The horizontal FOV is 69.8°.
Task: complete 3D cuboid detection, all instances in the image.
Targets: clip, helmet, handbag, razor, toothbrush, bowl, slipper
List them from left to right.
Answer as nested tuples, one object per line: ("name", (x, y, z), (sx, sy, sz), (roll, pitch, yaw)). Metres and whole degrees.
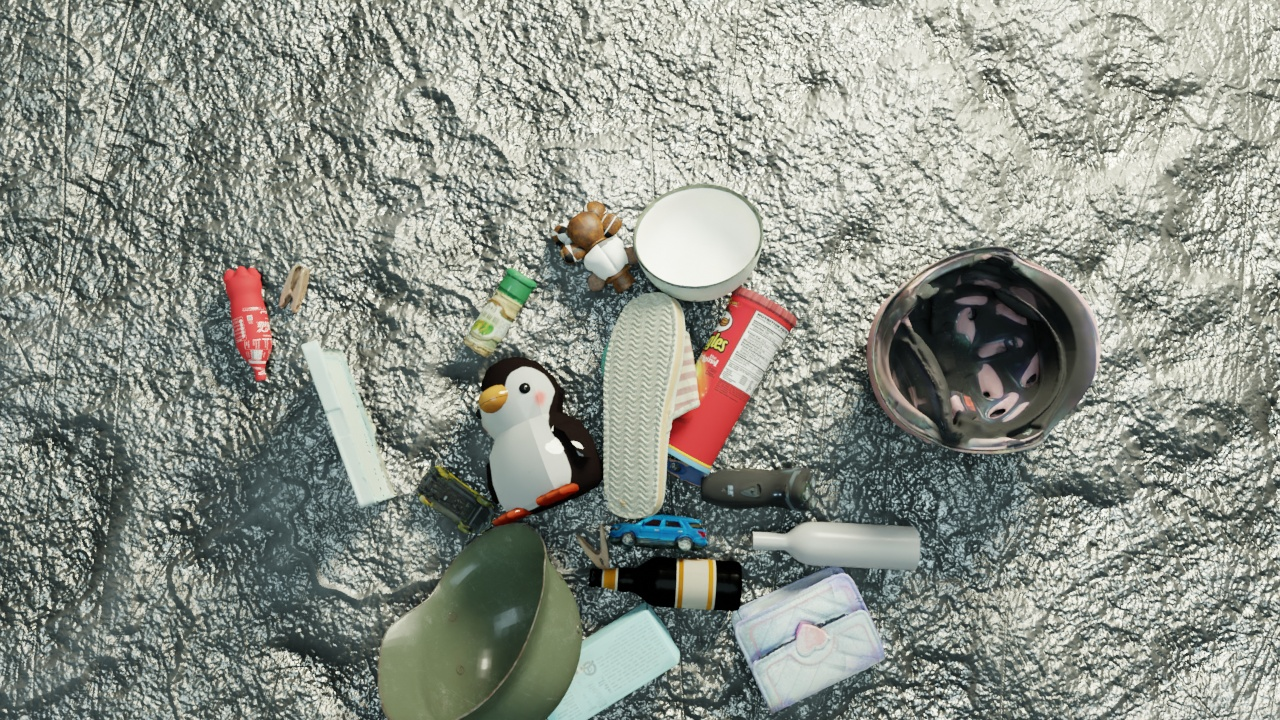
("clip", (-0.428, -0.088, 1.143), (0.061, 0.026, 0.049), (-36, 89, 1))
("helmet", (-0.155, 0.318, 1.042), (0.227, 0.267, 0.154), (-25, 127, 21))
("clip", (-0.057, 0.236, 1.129), (0.061, 0.026, 0.049), (15, 98, -6))
("slipper", (0.012, 0.053, 1.070), (0.115, 0.052, 0.262), (0, 80, 38))
("toothbrush", (0.036, 0.129, 1.133), (0.135, 0.017, 0.021), (23, 90, 2))
("bowl", (0.071, -0.131, 1.100), (0.153, 0.073, 0.153), (-4, 60, 7))
("razor", (0.143, 0.156, 1.107), (0.140, 0.064, 0.053), (-1, 87, -1))
("handbag", (0.201, 0.335, 1.101), (0.158, 0.069, 0.126), (-24, 90, -3))
("helmet", (0.385, -0.005, 1.066), (0.255, 0.152, 0.230), (-18, 85, -2))

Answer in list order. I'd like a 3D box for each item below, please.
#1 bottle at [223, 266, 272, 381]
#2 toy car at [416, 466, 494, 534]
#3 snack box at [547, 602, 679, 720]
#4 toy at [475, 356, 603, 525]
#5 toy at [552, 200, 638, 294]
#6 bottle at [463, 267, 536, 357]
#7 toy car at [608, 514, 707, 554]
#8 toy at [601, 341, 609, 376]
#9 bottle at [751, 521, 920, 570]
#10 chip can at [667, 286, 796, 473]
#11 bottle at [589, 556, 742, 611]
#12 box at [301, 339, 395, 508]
("bottle", (-0.481, -0.045, 1.133), (0.042, 0.042, 0.141), (-12, 88, 0))
("toy car", (-0.226, 0.173, 1.128), (0.107, 0.030, 0.049), (35, 87, 8))
("snack box", (-0.045, 0.372, 1.108), (0.174, 0.053, 0.075), (-32, 88, 1))
("toy", (-0.125, 0.084, 1.098), (0.159, 0.139, 0.184), (-29, 77, 32))
("toy", (-0.050, -0.134, 1.125), (0.087, 0.067, 0.112), (-37, 97, -1))
("bottle", (-0.174, -0.059, 1.131), (0.043, 0.043, 0.111), (33, 89, 2))
("toy car", (0.021, 0.211, 1.115), (0.120, 0.056, 0.043), (2, 74, -3))
("toy", (-0.007, 0.007, 1.132), (0.085, 0.033, 0.105), (8, 87, -10))
("bottle", (0.233, 0.223, 1.110), (0.195, 0.052, 0.052), (3, 88, 1))
("chip can", (0.099, 0.023, 1.103), (0.087, 0.087, 0.213), (29, 89, 1))
("bottle", (0.029, 0.267, 1.107), (0.181, 0.059, 0.059), (3, 88, 1))
("box", (-0.346, 0.077, 1.079), (0.044, 0.136, 0.197), (-20, 88, -5))
